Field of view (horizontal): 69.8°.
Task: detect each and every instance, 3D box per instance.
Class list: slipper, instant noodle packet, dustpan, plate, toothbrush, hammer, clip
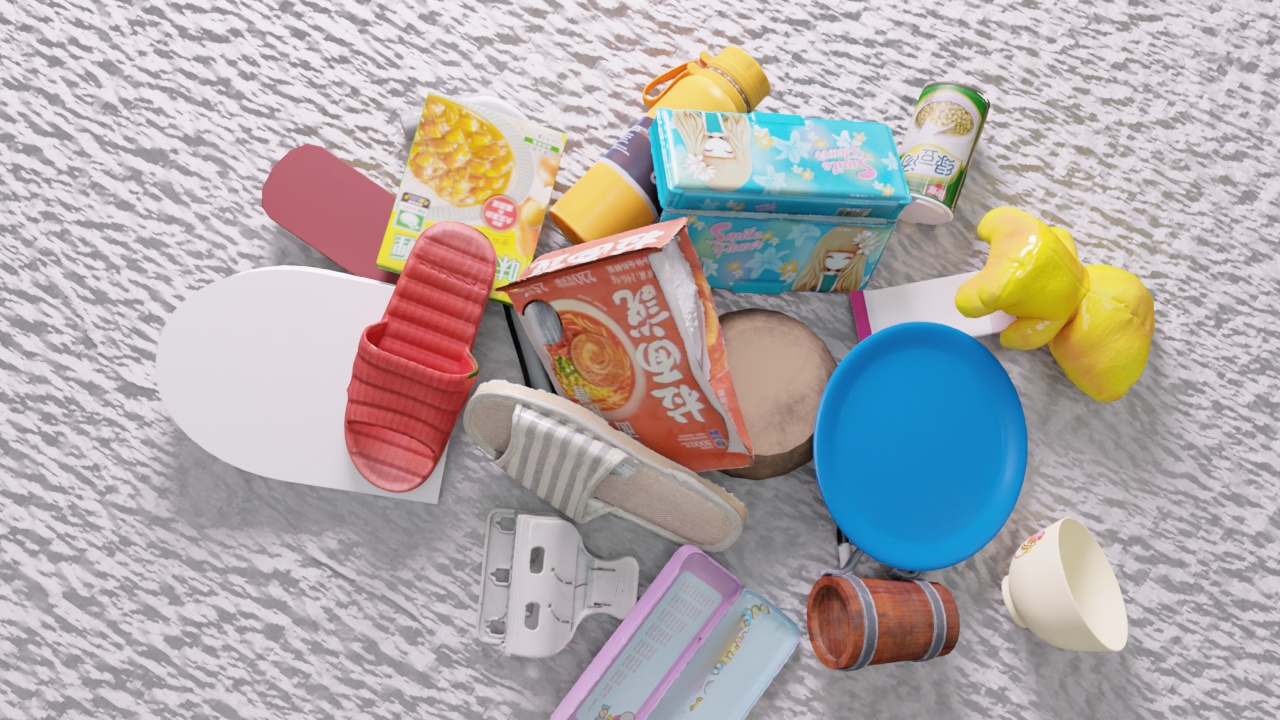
[{"bbox_3d":[-0.033,0.104,0.817,0.272,0.115,0.053,27,48,-6],"label":"slipper"},{"bbox_3d":[-0.005,0.005,0.800,0.165,0.083,0.221,-11,111,30],"label":"instant noodle packet"},{"bbox_3d":[-0.297,0.013,0.841,0.257,0.053,0.191,11,99,-10],"label":"dustpan"},{"bbox_3d":[-0.192,0.000,0.795,0.103,0.059,0.249,17,96,-12],"label":"slipper"},{"bbox_3d":[0.253,0.077,0.836,0.224,0.024,0.224,1,87,-18],"label":"plate"},{"bbox_3d":[0.188,0.174,0.862,0.017,0.012,0.186,-6,85,11],"label":"toothbrush"},{"bbox_3d":[-0.127,-0.099,0.872,0.127,0.029,0.323,-15,86,-3],"label":"hammer"},{"bbox_3d":[-0.075,0.202,0.821,0.152,0.105,0.126,5,87,9],"label":"clip"}]

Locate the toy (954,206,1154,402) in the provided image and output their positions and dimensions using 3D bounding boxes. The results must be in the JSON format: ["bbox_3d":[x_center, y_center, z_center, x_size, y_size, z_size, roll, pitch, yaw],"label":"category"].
[{"bbox_3d":[0.393,-0.061,0.838,0.194,0.088,0.134,32,72,-11],"label":"toy"}]

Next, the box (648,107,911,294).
[{"bbox_3d":[0.122,-0.138,0.815,0.227,0.086,0.168,0,99,-15],"label":"box"}]

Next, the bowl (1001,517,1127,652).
[{"bbox_3d":[0.372,0.209,0.827,0.074,0.117,0.118,-30,85,38],"label":"bowl"}]

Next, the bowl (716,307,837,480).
[{"bbox_3d":[0.108,0.029,0.843,0.162,0.070,0.162,0,85,-1],"label":"bowl"}]

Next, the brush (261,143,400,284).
[{"bbox_3d":[-0.267,-0.128,0.863,0.173,0.042,0.082,34,85,2],"label":"brush"}]

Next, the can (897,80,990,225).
[{"bbox_3d":[0.279,-0.194,0.868,0.067,0.067,0.121,20,85,0],"label":"can"}]

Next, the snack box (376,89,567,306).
[{"bbox_3d":[-0.152,-0.147,0.836,0.132,0.027,0.168,16,84,-12],"label":"snack box"}]

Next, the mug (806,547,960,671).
[{"bbox_3d":[0.214,0.215,0.823,0.111,0.082,0.117,4,60,-19],"label":"mug"}]

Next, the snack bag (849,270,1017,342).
[{"bbox_3d":[0.301,-0.049,0.881,0.196,0.016,0.070,-11,86,-4],"label":"snack bag"}]

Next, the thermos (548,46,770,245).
[{"bbox_3d":[0.016,-0.198,0.855,0.232,0.076,0.091,-45,109,-4],"label":"thermos"}]

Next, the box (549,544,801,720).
[{"bbox_3d":[0.033,0.289,0.833,0.151,0.041,0.214,39,86,-11],"label":"box"}]
